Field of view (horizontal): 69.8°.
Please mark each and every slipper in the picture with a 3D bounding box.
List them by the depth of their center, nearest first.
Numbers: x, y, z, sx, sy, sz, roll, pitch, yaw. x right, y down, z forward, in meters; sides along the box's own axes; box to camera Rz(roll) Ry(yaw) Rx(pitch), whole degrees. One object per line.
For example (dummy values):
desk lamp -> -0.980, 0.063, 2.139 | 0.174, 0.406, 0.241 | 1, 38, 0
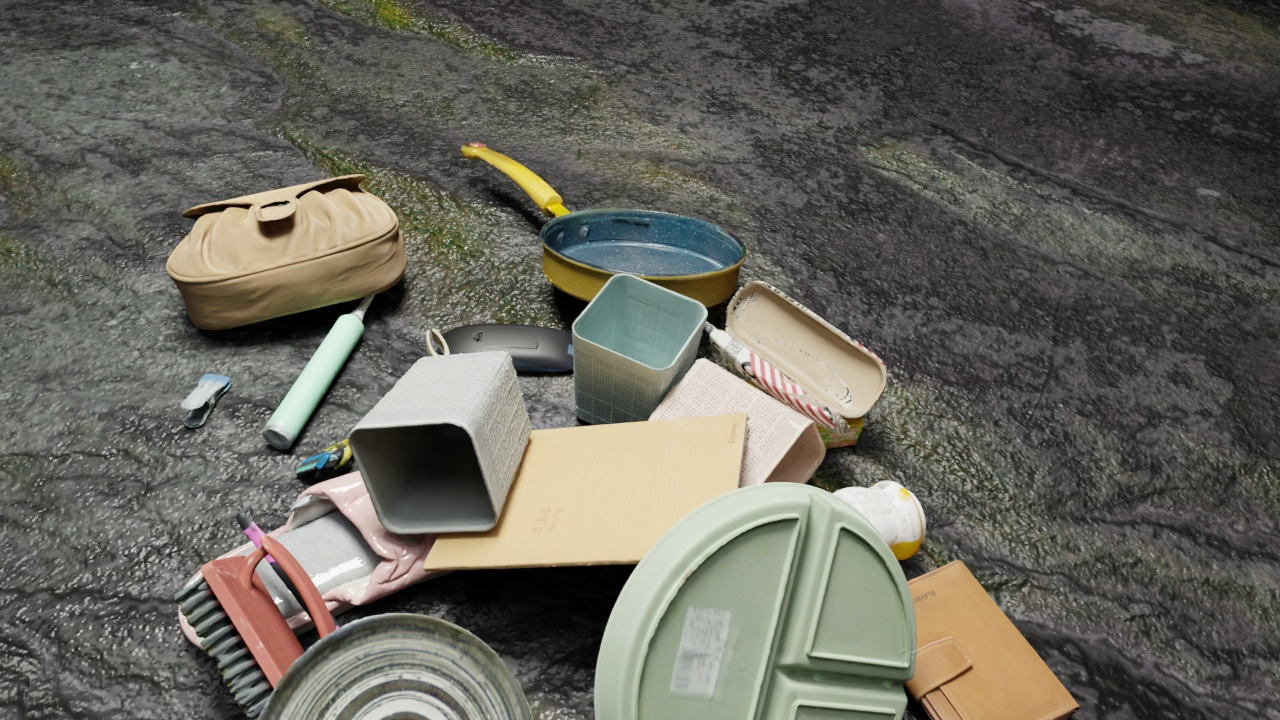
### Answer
slipper -> -0.201, 0.129, 0.682 | 0.273, 0.055, 0.114 | -22, 53, -24

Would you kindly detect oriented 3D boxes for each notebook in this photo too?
notebook -> -0.032, 0.092, 0.653 | 0.212, 0.012, 0.149 | -5, 31, 15

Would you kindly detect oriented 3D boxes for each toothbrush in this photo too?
toothbrush -> -0.215, 0.175, 0.620 | 0.014, 0.018, 0.189 | -42, 83, -2
toothbrush -> -0.274, -0.012, 0.826 | 0.026, 0.027, 0.223 | 16, 47, 3

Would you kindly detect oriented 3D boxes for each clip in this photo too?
clip -> -0.372, 0.030, 0.781 | 0.024, 0.028, 0.056 | 10, 37, 1
clip -> -0.171, 0.022, 0.794 | 0.099, 0.035, 0.098 | 34, 57, 14

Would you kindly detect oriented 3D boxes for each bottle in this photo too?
bottle -> 0.163, 0.131, 0.714 | 0.108, 0.063, 0.063 | -8, 48, -14

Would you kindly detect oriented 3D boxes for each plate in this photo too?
plate -> 0.081, 0.190, 0.562 | 0.229, 0.230, 0.027 | -20, 12, -23
plate -> -0.148, 0.248, 0.564 | 0.179, 0.024, 0.179 | 14, 57, -23

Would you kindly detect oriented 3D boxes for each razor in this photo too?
razor -> -0.227, 0.053, 0.776 | 0.043, 0.022, 0.142 | -16, 24, 43

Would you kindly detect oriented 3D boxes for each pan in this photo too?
pan -> -0.058, -0.143, 0.921 | 0.358, 0.078, 0.197 | 24, 30, 33

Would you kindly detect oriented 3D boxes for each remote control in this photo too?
remote control -> -0.120, -0.014, 0.846 | 0.136, 0.024, 0.053 | 2, 49, -4

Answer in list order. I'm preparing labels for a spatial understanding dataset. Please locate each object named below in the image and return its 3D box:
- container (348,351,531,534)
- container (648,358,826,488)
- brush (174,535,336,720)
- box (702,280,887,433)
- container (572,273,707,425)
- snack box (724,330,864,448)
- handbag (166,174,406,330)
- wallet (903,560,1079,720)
container -> -0.136, 0.054, 0.662 | 0.090, 0.090, 0.114 | -4, 28, 14
container -> 0.074, 0.066, 0.735 | 0.111, 0.090, 0.090 | 35, 82, 28
brush -> -0.229, 0.188, 0.591 | 0.069, 0.063, 0.146 | -33, 85, -7
box -> 0.129, -0.008, 0.787 | 0.162, 0.075, 0.085 | 36, 86, 28
container -> -0.005, 0.005, 0.781 | 0.090, 0.112, 0.089 | 23, 48, 15
snack box -> 0.135, 0.021, 0.836 | 0.087, 0.034, 0.140 | -7, 50, -11
handbag -> -0.329, -0.110, 0.856 | 0.204, 0.100, 0.147 | -16, 42, -15
wallet -> 0.228, 0.218, 0.664 | 0.118, 0.035, 0.130 | -13, 49, -25
